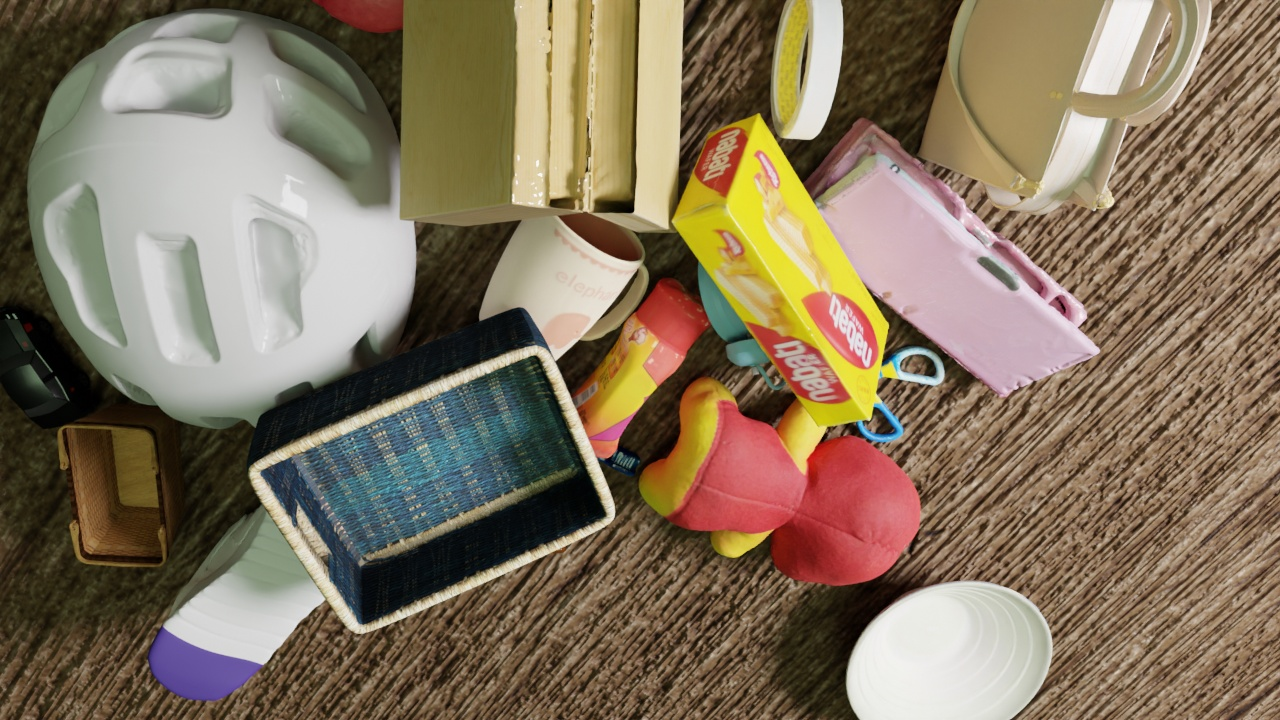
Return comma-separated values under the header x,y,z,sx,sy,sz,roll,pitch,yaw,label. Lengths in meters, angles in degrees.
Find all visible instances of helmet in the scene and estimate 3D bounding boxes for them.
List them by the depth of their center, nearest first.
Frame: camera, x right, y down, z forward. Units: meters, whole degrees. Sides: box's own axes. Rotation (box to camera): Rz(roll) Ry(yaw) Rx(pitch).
x,y,z,sx,sy,sz,roll,pitch,yaw,label
-0.265,-0.068,0.592,0.224,0.183,0.283,10,132,-5,helmet

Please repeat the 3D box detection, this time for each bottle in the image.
x,y,z,sx,sy,sz,roll,pitch,yaw,label
-0.004,0.004,0.658,0.048,0.071,0.134,34,106,-15,bottle

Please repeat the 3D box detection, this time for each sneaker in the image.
x,y,z,sx,sy,sz,roll,pitch,yaw,label
-0.254,0.129,0.682,0.092,0.111,0.244,43,83,-17,sneaker

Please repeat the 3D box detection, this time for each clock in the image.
x,y,z,sx,sy,sz,roll,pitch,yaw,label
0.077,-0.034,0.645,0.042,0.087,0.123,-13,115,31,clock

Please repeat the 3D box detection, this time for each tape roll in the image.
x,y,z,sx,sy,sz,roll,pitch,yaw,label
0.102,-0.186,0.573,0.019,0.094,0.094,2,113,-6,tape roll

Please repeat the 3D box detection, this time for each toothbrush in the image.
x,y,z,sx,sy,sz,roll,pitch,yaw,label
-0.085,0.045,0.699,0.190,0.016,0.017,25,101,-15,toothbrush

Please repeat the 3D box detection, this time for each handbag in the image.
x,y,z,sx,sy,sz,roll,pitch,yaw,label
0.255,-0.179,0.532,0.101,0.197,0.195,9,112,-9,handbag

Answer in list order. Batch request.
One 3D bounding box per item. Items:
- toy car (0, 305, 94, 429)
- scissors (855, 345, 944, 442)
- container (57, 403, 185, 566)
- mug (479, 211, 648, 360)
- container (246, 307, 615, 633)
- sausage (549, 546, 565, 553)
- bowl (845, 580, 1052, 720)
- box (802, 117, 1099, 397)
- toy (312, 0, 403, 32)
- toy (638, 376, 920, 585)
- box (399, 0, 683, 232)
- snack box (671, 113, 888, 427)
x,y,z,sx,sy,sz,roll,pitch,yaw,label
-0.426,0.007,0.641,0.042,0.036,0.092,-22,113,4,toy car
0.179,0.005,0.706,0.109,0.018,0.131,-39,111,7,scissors
-0.370,0.085,0.666,0.063,0.061,0.114,4,113,-7,container
-0.048,-0.051,0.633,0.111,0.085,0.104,15,123,-42,mug
-0.128,0.068,0.584,0.187,0.071,0.145,-23,119,-5,container
-0.132,0.133,0.720,0.155,0.040,0.040,0,113,-5,sausage
0.256,0.247,0.793,0.176,0.057,0.177,-2,114,-4,bowl
0.217,-0.059,0.646,0.232,0.080,0.099,36,105,-18,box
-0.170,-0.252,0.542,0.092,0.062,0.133,-44,92,-7,toy
0.114,0.104,0.702,0.216,0.098,0.148,22,117,-9,toy
-0.040,-0.199,0.493,0.179,0.142,0.248,0,94,-20,box
0.099,-0.052,0.603,0.042,0.091,0.200,-13,130,37,snack box
